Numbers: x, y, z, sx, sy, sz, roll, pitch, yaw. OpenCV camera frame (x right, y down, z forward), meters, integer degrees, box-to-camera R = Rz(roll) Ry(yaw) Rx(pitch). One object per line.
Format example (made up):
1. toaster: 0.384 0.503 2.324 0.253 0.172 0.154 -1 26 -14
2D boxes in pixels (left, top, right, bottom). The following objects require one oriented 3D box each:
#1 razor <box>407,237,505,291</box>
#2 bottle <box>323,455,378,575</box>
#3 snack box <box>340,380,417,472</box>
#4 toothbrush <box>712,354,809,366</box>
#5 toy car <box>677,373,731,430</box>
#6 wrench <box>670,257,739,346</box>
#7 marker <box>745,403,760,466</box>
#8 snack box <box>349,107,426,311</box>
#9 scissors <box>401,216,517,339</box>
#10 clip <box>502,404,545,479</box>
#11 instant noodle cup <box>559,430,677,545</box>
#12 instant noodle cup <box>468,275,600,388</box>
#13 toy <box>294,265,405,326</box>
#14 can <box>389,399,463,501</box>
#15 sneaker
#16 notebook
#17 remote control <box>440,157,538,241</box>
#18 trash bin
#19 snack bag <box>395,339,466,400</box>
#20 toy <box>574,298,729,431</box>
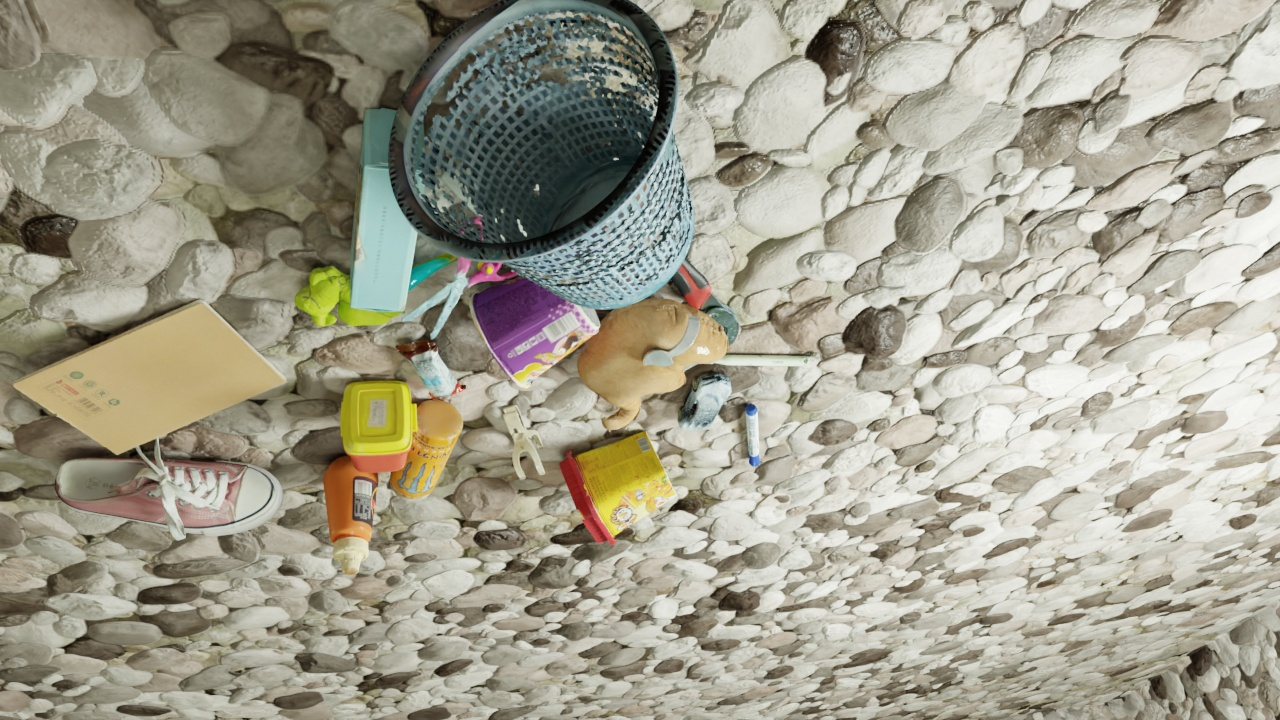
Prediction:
1. razor: -0.196 -0.088 0.887 0.132 0.028 0.043 -25 140 -2
2. bottle: -0.352 0.190 1.114 0.066 0.149 0.067 -8 143 -6
3. snack box: -0.294 0.078 1.037 0.082 0.091 0.080 -2 149 -14
4. toothbrush: 0.121 0.000 1.114 0.189 0.029 0.020 1 -177 -19
5. toy car: 0.081 0.056 1.165 0.049 0.031 0.106 1 141 -18
6. wrench: 0.046 -0.085 0.983 0.056 0.016 0.273 -24 143 14
7. marker: 0.155 0.104 1.261 0.017 0.016 0.146 -13 143 0
8. snack box: -0.223 -0.126 0.800 0.051 0.074 0.175 3 141 -21
9. scissors: -0.171 -0.079 0.857 0.135 0.017 0.108 -34 139 -11
10. clip: -0.149 0.096 1.157 0.035 0.095 0.102 -15 104 5
11. instant noodle cup: -0.027 0.163 1.217 0.123 0.116 0.116 -26 143 -2
12. instant noodle cup: -0.102 -0.044 0.927 0.099 0.111 0.111 -30 141 7
13. toy: -0.281 -0.062 0.902 0.100 0.031 0.097 25 121 -36
14. can: -0.262 0.111 1.113 0.058 0.058 0.146 7 139 -25
15. sneaker: -0.535 0.146 1.047 0.240 0.118 0.088 10 159 -19
16. notebook: -0.500 0.022 0.948 0.208 0.008 0.148 -23 143 2
17. remote control: -0.120 -0.142 0.852 0.058 0.021 0.150 -18 143 20
18. trash bin: -0.053 -0.143 0.737 0.227 0.226 0.195 -21 155 11
19. snack bag: -0.231 0.012 1.019 0.045 0.026 0.105 -8 143 9
20. toy: -0.006 0.006 1.033 0.143 0.082 0.227 23 142 -20
